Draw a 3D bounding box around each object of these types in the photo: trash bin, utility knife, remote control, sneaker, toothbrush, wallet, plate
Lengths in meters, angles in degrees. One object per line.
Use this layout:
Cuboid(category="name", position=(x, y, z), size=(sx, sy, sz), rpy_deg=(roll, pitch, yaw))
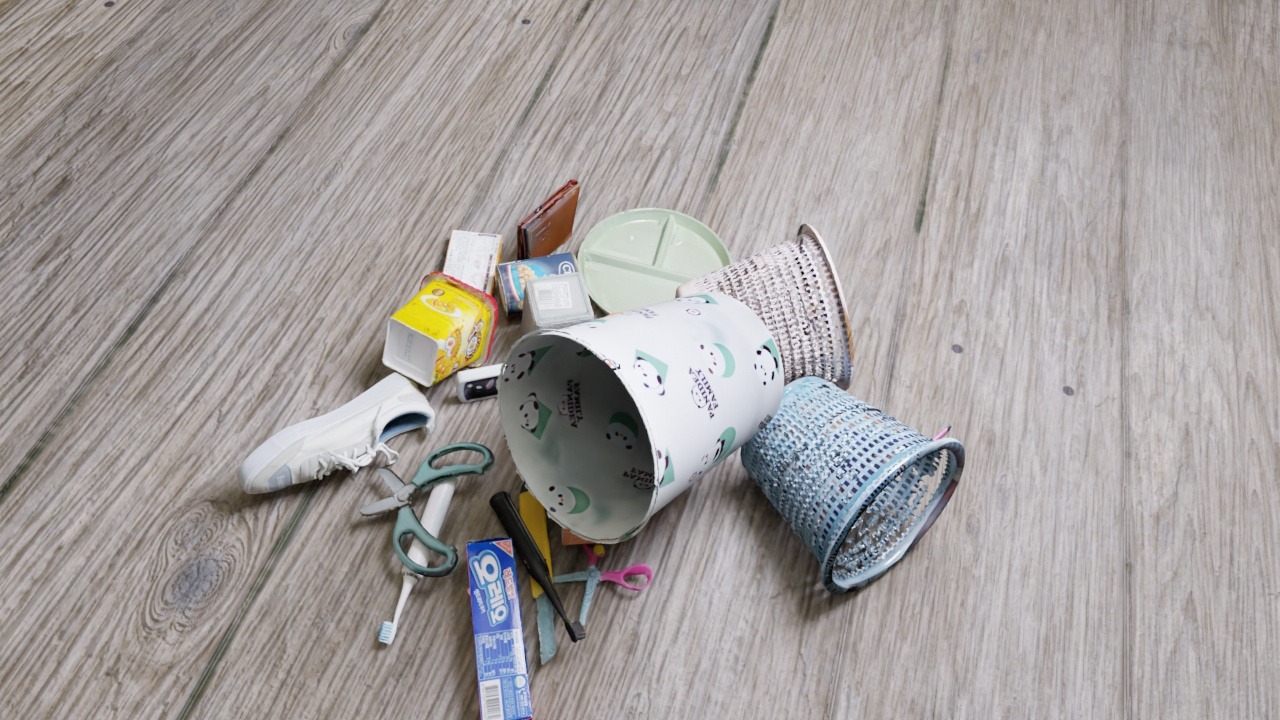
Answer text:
Cuboid(category="trash bin", position=(0.013, 0.041, 1.005), size=(0.229, 0.230, 0.251), rpy_deg=(44, 43, 21))
Cuboid(category="utility knife", position=(-0.120, 0.244, 1.083), size=(0.033, 0.015, 0.230), rpy_deg=(-17, 55, 9))
Cuboid(category="remote control", position=(-0.167, 0.024, 1.204), size=(0.150, 0.058, 0.021), rpy_deg=(-12, 59, -13))
Cuboid(category="trash bin", position=(0.236, 0.129, 1.098), size=(0.226, 0.227, 0.195), rpy_deg=(-29, 50, -23))
Cuboid(category="trash bin", position=(0.155, -0.048, 1.210), size=(0.192, 0.228, 0.227), rpy_deg=(-14, 58, 0))
Cuboid(category="sneaker", position=(-0.360, 0.108, 1.116), size=(0.241, 0.090, 0.091), rpy_deg=(-32, 69, -31))
Cuboid(category="toothbrush", position=(-0.259, 0.226, 1.079), size=(0.026, 0.027, 0.220), rpy_deg=(27, 55, -18))
Cuboid(category="wallet", position=(-0.133, -0.194, 1.326), size=(0.032, 0.101, 0.124), rpy_deg=(33, 59, 13))
Cuboid(category="toothbrush", position=(-0.120, 0.237, 1.062), size=(0.027, 0.026, 0.212), rpy_deg=(-4, 43, -39))
Cuboid(category="plate", position=(0.022, -0.133, 1.347), size=(0.230, 0.028, 0.229), rpy_deg=(2, 56, -4))
Cuboid(category="toothbrush", position=(0.351, 0.135, 1.212), size=(0.188, 0.014, 0.018), rpy_deg=(-34, 57, -25))

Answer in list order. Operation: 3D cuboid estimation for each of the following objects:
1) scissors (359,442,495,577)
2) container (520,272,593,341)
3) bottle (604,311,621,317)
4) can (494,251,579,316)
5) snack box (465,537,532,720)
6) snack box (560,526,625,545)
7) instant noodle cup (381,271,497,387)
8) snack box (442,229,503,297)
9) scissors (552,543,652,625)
Cuboid(category="scissors", position=(-0.238, 0.172, 1.087), size=(0.174, 0.019, 0.170), rpy_deg=(-25, 59, -16))
Cuboid(category="container", position=(-0.110, -0.051, 1.225), size=(0.090, 0.114, 0.090), rpy_deg=(-10, 58, -13))
Cuboid(category="bottle", position=(-0.007, 0.007, 1.233), size=(0.066, 0.067, 0.149), rpy_deg=(-23, 69, -20))
Cuboid(category="can", position=(-0.144, -0.106, 1.282), size=(0.111, 0.075, 0.075), rpy_deg=(-12, 58, -13))
Cuboid(category="snack box", position=(-0.158, 0.302, 1.019), size=(0.057, 0.058, 0.207), rpy_deg=(-6, 58, -10))
Cuboid(category="snack box", position=(-0.058, 0.154, 1.095), size=(0.077, 0.095, 0.092), rpy_deg=(-2, 43, -9))
Cuboid(category="instant noodle cup", position=(-0.262, -0.036, 1.182), size=(0.116, 0.116, 0.123), rpy_deg=(26, 34, 11))
Cuboid(category="snack box", position=(-0.244, -0.120, 1.310), size=(0.075, 0.026, 0.153), rpy_deg=(5, 56, -2))
Cuboid(category="scissors", position=(-0.049, 0.251, 1.086), size=(0.136, 0.017, 0.133), rpy_deg=(7, 53, 8))
